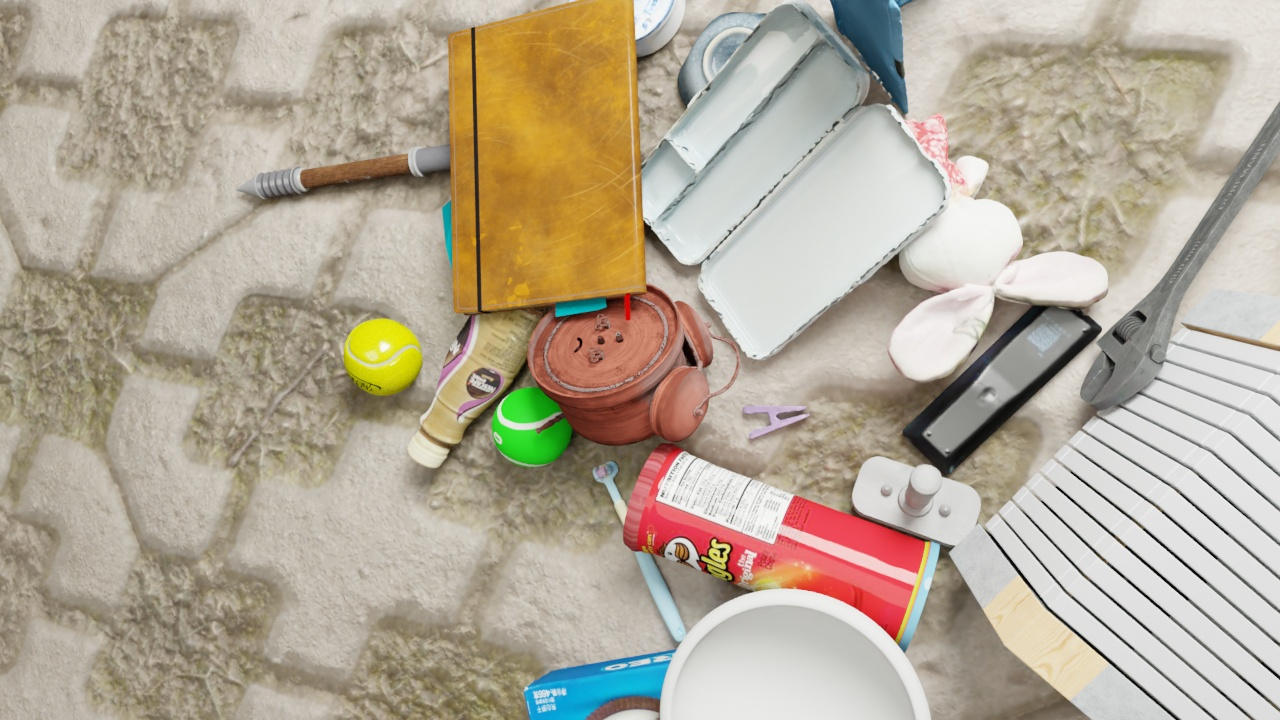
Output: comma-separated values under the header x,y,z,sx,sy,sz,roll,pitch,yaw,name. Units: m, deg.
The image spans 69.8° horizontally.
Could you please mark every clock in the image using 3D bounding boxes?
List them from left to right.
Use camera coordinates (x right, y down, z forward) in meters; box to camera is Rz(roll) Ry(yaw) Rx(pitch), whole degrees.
x,y,z,sx,sy,sz,roll,pitch,yaw,name
-0.004,0.004,0.694,0.158,0.072,0.120,-5,47,16,clock
-0.001,-0.303,0.731,0.089,0.052,0.125,34,99,16,clock

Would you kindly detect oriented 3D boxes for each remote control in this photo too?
x,y,z,sx,sy,sz,roll,pitch,yaw,name
0.258,0.016,0.658,0.047,0.022,0.150,45,101,13,remote control

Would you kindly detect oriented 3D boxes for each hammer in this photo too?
x,y,z,sx,sy,sz,roll,pitch,yaw,name
-0.230,-0.171,0.813,0.323,0.043,0.156,-3,88,20,hammer

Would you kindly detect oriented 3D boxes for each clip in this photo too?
x,y,z,sx,sy,sz,roll,pitch,yaw,name
0.101,0.040,0.714,0.051,0.014,0.043,-39,76,17,clip

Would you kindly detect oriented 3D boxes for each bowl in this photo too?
x,y,z,sx,sy,sz,roll,pitch,yaw,name
0.078,-0.222,0.704,0.110,0.055,0.110,0,90,18,bowl
0.105,0.240,0.623,0.177,0.066,0.176,-1,87,17,bowl

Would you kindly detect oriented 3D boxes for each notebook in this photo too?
x,y,z,sx,sy,sz,roll,pitch,yaw,name
-0.083,-0.149,0.716,0.179,0.014,0.249,-5,83,23,notebook

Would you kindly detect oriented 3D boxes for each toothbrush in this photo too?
x,y,z,sx,sy,sz,roll,pitch,yaw,name
0.001,0.154,0.743,0.022,0.016,0.155,-22,80,-22,toothbrush

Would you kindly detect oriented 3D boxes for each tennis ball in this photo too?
x,y,z,sx,sy,sz,roll,pitch,yaw,name
-0.222,-0.003,0.791,0.065,0.065,0.065,0,89,18,tennis ball
-0.088,0.054,0.747,0.065,0.065,0.065,0,89,18,tennis ball

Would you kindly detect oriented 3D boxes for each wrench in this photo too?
x,y,z,sx,sy,sz,roll,pitch,yaw,name
0.372,-0.083,0.602,0.018,0.073,0.273,33,91,-2,wrench

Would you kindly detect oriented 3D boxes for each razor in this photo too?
x,y,z,sx,sy,sz,roll,pitch,yaw,name
0.192,0.091,0.630,0.088,0.116,0.047,18,79,17,razor

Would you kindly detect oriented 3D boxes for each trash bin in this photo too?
x,y,z,sx,sy,sz,roll,pitch,yaw,name
0.340,0.101,0.551,0.142,0.142,0.247,40,101,-1,trash bin

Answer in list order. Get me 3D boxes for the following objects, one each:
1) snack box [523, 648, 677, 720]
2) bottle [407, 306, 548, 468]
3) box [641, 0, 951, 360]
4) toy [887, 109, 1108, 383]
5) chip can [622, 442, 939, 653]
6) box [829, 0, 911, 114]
x,y,z,sx,sy,sz,roll,pitch,yaw,name
0.043,0.324,0.705,0.239,0.056,0.195,-15,84,16,snack box
-0.141,0.016,0.768,0.059,0.059,0.166,36,100,15,bottle
0.098,-0.124,0.666,0.191,0.045,0.210,53,130,12,box
0.213,-0.094,0.646,0.159,0.084,0.194,-29,76,1,toy
0.100,0.135,0.675,0.213,0.087,0.087,19,95,16,chip can
0.171,-0.241,0.582,0.094,0.231,0.111,-27,82,15,box
